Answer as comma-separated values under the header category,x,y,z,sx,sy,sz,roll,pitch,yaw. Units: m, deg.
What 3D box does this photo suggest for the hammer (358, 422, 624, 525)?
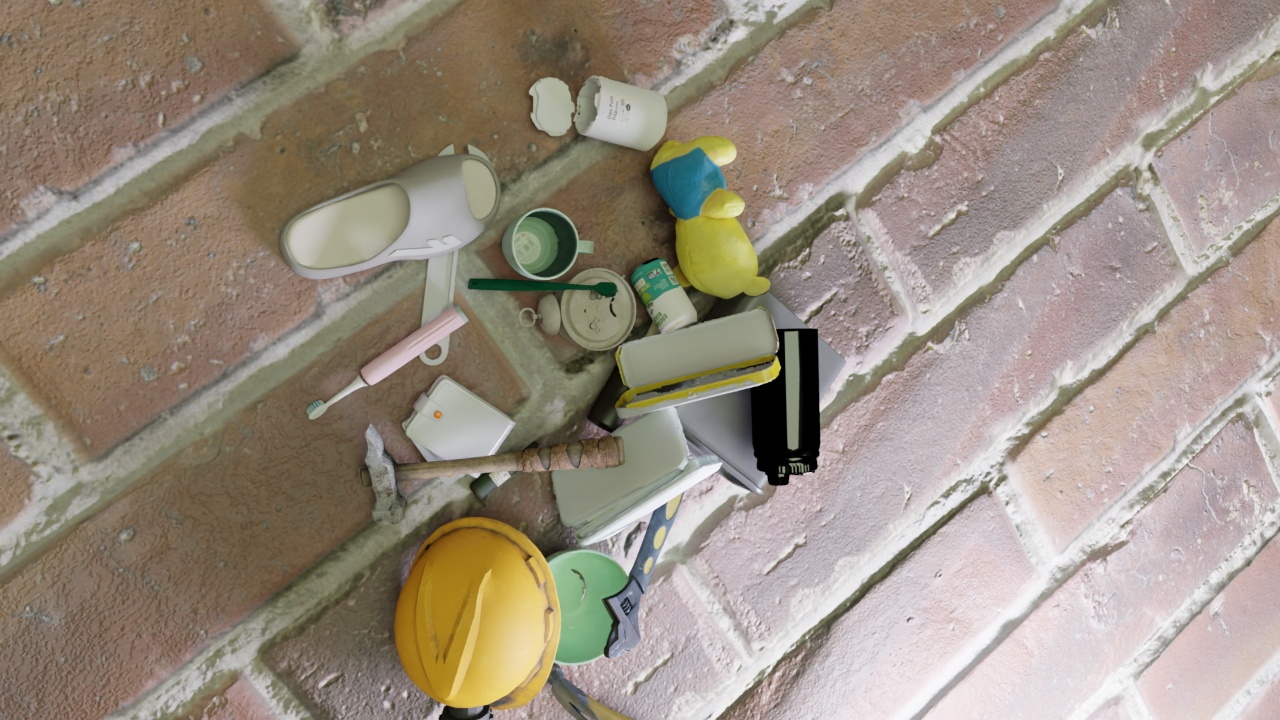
category,x,y,z,sx,sy,sz,roll,pitch,yaw
hammer,-0.178,0.124,1.114,0.318,0.049,0.121,-5,108,-5

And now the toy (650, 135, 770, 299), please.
category,x,y,z,sx,sy,sz,roll,pitch,yaw
toy,0.079,-0.177,1.171,0.083,0.149,0.214,-22,106,-29

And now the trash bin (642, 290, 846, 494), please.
category,x,y,z,sx,sy,sz,roll,pitch,yaw
trash bin,0.140,0.035,1.242,0.192,0.098,0.219,39,81,-19

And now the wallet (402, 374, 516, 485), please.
category,x,y,z,sx,sy,sz,roll,pitch,yaw
wallet,-0.236,0.093,1.144,0.118,0.037,0.115,36,88,-20

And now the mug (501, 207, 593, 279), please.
category,x,y,z,sx,sy,sz,roll,pitch,yaw
mug,-0.114,-0.141,1.127,0.111,0.104,0.084,1,95,-19

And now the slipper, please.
category,x,y,z,sx,sy,sz,roll,pitch,yaw
slipper,-0.288,-0.166,1.061,0.265,0.080,0.113,-18,98,-8

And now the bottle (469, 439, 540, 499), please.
category,x,y,z,sx,sy,sz,roll,pitch,yaw
bottle,-0.171,0.137,1.177,0.106,0.025,0.025,-39,107,-12

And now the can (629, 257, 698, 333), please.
category,x,y,z,sx,sy,sz,roll,pitch,yaw
can,0.031,-0.080,1.194,0.054,0.055,0.101,-26,78,-16

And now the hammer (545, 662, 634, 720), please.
category,x,y,z,sx,sy,sz,roll,pitch,yaw
hammer,0.012,0.515,1.246,0.333,0.118,0.025,38,84,-24

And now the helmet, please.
category,x,y,z,sx,sy,sz,roll,pitch,yaw
helmet,-0.210,0.326,1.086,0.205,0.131,0.255,3,99,12

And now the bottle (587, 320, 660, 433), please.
category,x,y,z,sx,sy,sz,roll,pitch,yaw
bottle,-0.007,0.007,1.214,0.045,0.045,0.184,34,77,-20

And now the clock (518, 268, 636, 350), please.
category,x,y,z,sx,sy,sz,roll,pitch,yaw
clock,-0.083,-0.063,1.171,0.156,0.061,0.103,-8,95,-26

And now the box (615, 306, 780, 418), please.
category,x,y,z,sx,sy,sz,roll,pitch,yaw
box,0.067,0.009,1.125,0.057,0.210,0.117,50,32,-47

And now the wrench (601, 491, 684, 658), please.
category,x,y,z,sx,sy,sz,roll,pitch,yaw
wrench,0.009,0.258,1.194,0.073,0.022,0.272,45,52,-27

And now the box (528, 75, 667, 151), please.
category,x,y,z,sx,sy,sz,roll,pitch,yaw
box,-0.054,-0.312,1.147,0.166,0.092,0.083,7,97,-29

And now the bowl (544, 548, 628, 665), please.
category,x,y,z,sx,sy,sz,roll,pitch,yaw
bowl,-0.090,0.311,1.196,0.150,0.077,0.151,-2,96,-20

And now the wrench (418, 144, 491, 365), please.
category,x,y,z,sx,sy,sz,roll,pitch,yaw
wrench,-0.233,-0.129,1.133,0.086,0.018,0.273,4,95,-20

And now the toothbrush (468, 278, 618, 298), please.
category,x,y,z,sx,sy,sz,roll,pitch,yaw
toothbrush,-0.120,-0.090,1.129,0.190,0.017,0.016,3,70,11

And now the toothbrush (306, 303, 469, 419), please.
category,x,y,z,sx,sy,sz,roll,pitch,yaw
toothbrush,-0.306,0.003,1.107,0.222,0.026,0.027,-35,148,-7

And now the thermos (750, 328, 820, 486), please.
category,x,y,z,sx,sy,sz,roll,pitch,yaw
thermos,0.184,0.061,1.162,0.086,0.086,0.198,-4,95,-20

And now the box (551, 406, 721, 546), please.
category,x,y,z,sx,sy,sz,roll,pitch,yaw
box,-0.017,0.135,1.172,0.216,0.106,0.127,-36,78,22
